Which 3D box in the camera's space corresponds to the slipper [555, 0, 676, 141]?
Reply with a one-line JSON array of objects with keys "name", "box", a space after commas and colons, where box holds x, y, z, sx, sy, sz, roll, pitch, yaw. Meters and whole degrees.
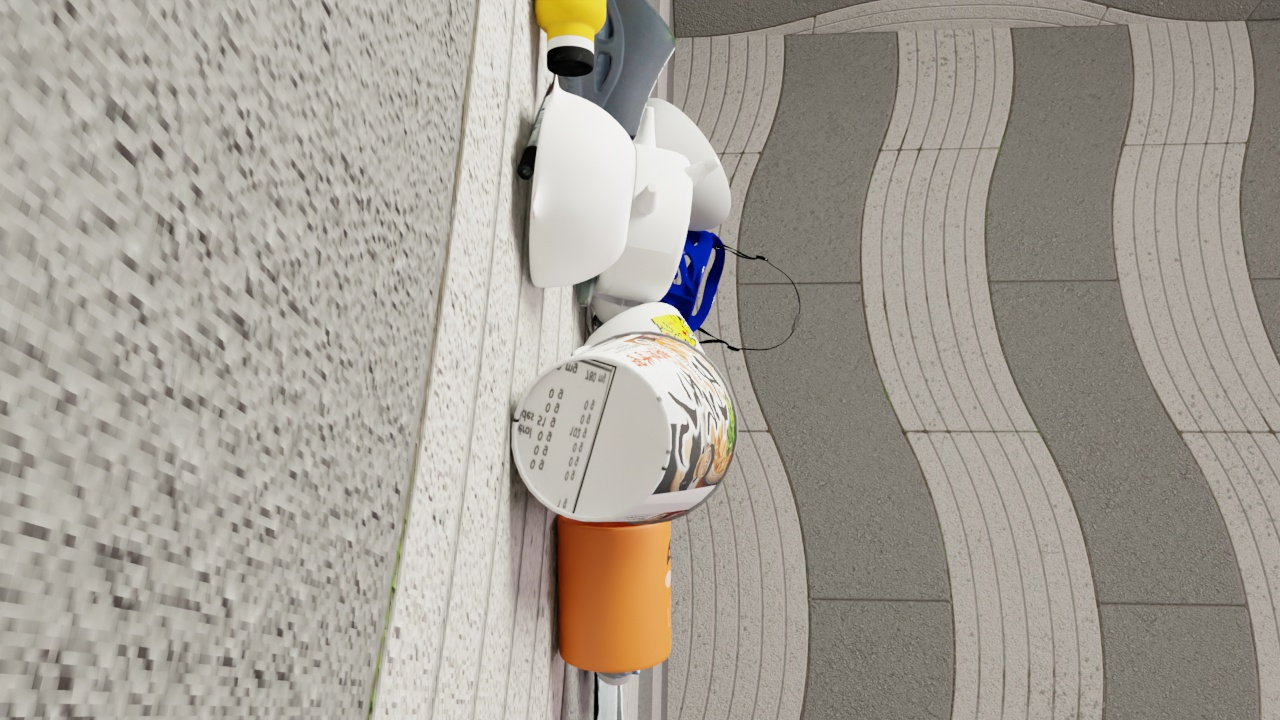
[{"name": "slipper", "box": [-0.016, -0.245, 0.675, 0.110, 0.083, 0.268, -35, 123, -87]}]

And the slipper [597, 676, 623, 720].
[{"name": "slipper", "box": [-0.009, 0.266, 0.889, 0.111, 0.063, 0.263, 74, 20, -78]}]

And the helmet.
[{"name": "helmet", "box": [0.094, -0.092, 1.213, 0.241, 0.227, 0.148, -76, -178, -76]}]

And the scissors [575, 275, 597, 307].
[{"name": "scissors", "box": [-0.041, -0.106, 0.732, 0.154, 0.019, 0.126, -123, -142, -84]}]

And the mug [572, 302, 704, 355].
[{"name": "mug", "box": [-0.004, 0.004, 0.737, 0.095, 0.115, 0.068, -47, -115, 38]}]

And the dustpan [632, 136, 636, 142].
[{"name": "dustpan", "box": [-0.028, -0.260, 0.958, 0.191, 0.053, 0.258, -80, 158, -69]}]

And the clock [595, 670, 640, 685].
[{"name": "clock", "box": [-0.021, 0.223, 0.776, 0.125, 0.052, 0.088, 84, 6, -55]}]

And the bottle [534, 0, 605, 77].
[{"name": "bottle", "box": [-0.042, -0.246, 0.554, 0.043, 0.043, 0.143, 35, 55, -85]}]

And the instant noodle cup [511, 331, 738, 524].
[{"name": "instant noodle cup", "box": [-0.013, 0.041, 0.529, 0.121, 0.124, 0.123, 6, 84, -77]}]

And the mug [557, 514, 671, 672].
[{"name": "mug", "box": [-0.026, 0.152, 0.647, 0.113, 0.077, 0.096, 7, -82, 63]}]

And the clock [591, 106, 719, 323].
[{"name": "clock", "box": [0.006, -0.109, 0.758, 0.161, 0.073, 0.125, 112, -17, -46]}]

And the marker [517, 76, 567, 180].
[{"name": "marker", "box": [-0.058, -0.145, 0.557, 0.151, 0.011, 0.011, -84, 173, -55]}]

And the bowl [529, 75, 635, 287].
[{"name": "bowl", "box": [-0.031, -0.097, 0.541, 0.114, 0.050, 0.114, 68, 29, -90]}]

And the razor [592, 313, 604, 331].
[{"name": "razor", "box": [-0.023, 0.003, 0.815, 0.047, 0.052, 0.142, 94, 3, -61]}]

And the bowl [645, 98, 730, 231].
[{"name": "bowl", "box": [0.029, -0.226, 1.119, 0.176, 0.066, 0.177, 48, -16, 18]}]
